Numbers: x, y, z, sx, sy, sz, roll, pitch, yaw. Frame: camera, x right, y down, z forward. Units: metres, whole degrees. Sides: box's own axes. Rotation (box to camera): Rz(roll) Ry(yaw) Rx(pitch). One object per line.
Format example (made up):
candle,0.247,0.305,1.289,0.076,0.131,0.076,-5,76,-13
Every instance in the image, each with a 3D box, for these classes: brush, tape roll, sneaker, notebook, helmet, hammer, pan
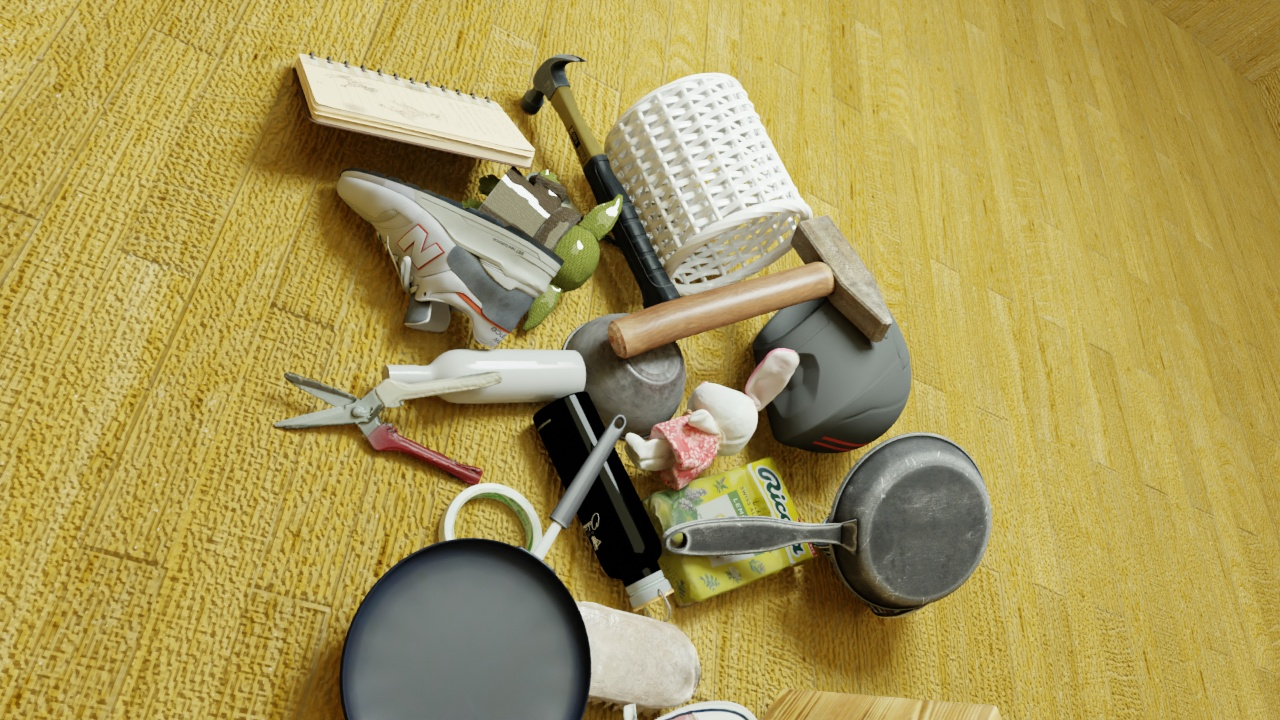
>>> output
brush,-0.070,0.248,0.795,0.271,0.057,0.083,19,59,-23
tape roll,-0.135,0.158,0.830,0.093,0.018,0.093,16,56,-26
sneaker,-0.203,-0.091,0.881,0.240,0.089,0.124,21,87,11
notebook,-0.235,-0.261,0.951,0.225,0.024,0.167,6,31,-30
sneaker,0.004,0.342,0.735,0.240,0.088,0.118,-23,58,-27
helmet,0.230,0.014,1.069,0.170,0.165,0.263,50,40,-7
hammer,0.108,-0.055,0.959,0.300,0.037,0.157,-17,59,-19
pan,0.198,0.169,0.911,0.356,0.055,0.187,-2,98,-17
hammer,-0.041,-0.201,1.036,0.025,0.118,0.333,-16,73,-38
pan,-0.097,0.181,0.754,0.198,0.021,0.355,38,58,-11

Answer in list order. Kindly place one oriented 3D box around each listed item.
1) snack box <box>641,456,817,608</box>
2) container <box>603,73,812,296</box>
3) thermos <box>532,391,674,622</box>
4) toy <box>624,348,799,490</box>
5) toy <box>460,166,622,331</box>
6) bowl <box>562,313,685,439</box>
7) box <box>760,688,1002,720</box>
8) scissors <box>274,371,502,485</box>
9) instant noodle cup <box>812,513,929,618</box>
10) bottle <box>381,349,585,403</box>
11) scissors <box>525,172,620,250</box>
snack box,0.092,0.176,0.958,0.180,0.045,0.121,-9,69,-38
container,0.075,-0.201,1.074,0.188,0.190,0.186,-11,70,-38
thermos,-0.029,0.145,0.882,0.061,0.061,0.231,-17,74,-40
toy,0.070,0.066,0.953,0.193,0.159,0.084,-28,74,-28
toy,-0.115,-0.134,0.970,0.152,0.078,0.179,36,76,-8
bowl,-0.006,0.005,0.976,0.144,0.067,0.144,17,56,-26
box,0.201,0.460,0.733,0.278,0.270,0.263,-34,100,-42
scissors,-0.209,0.049,0.819,0.179,0.015,0.195,-39,110,-11
instant noodle cup,0.275,0.211,1.017,0.136,0.138,0.112,-34,94,-42
bottle,-0.149,0.015,0.881,0.194,0.053,0.052,0,64,-34
scissors,-0.075,-0.160,1.062,0.168,0.013,0.157,48,50,-1
